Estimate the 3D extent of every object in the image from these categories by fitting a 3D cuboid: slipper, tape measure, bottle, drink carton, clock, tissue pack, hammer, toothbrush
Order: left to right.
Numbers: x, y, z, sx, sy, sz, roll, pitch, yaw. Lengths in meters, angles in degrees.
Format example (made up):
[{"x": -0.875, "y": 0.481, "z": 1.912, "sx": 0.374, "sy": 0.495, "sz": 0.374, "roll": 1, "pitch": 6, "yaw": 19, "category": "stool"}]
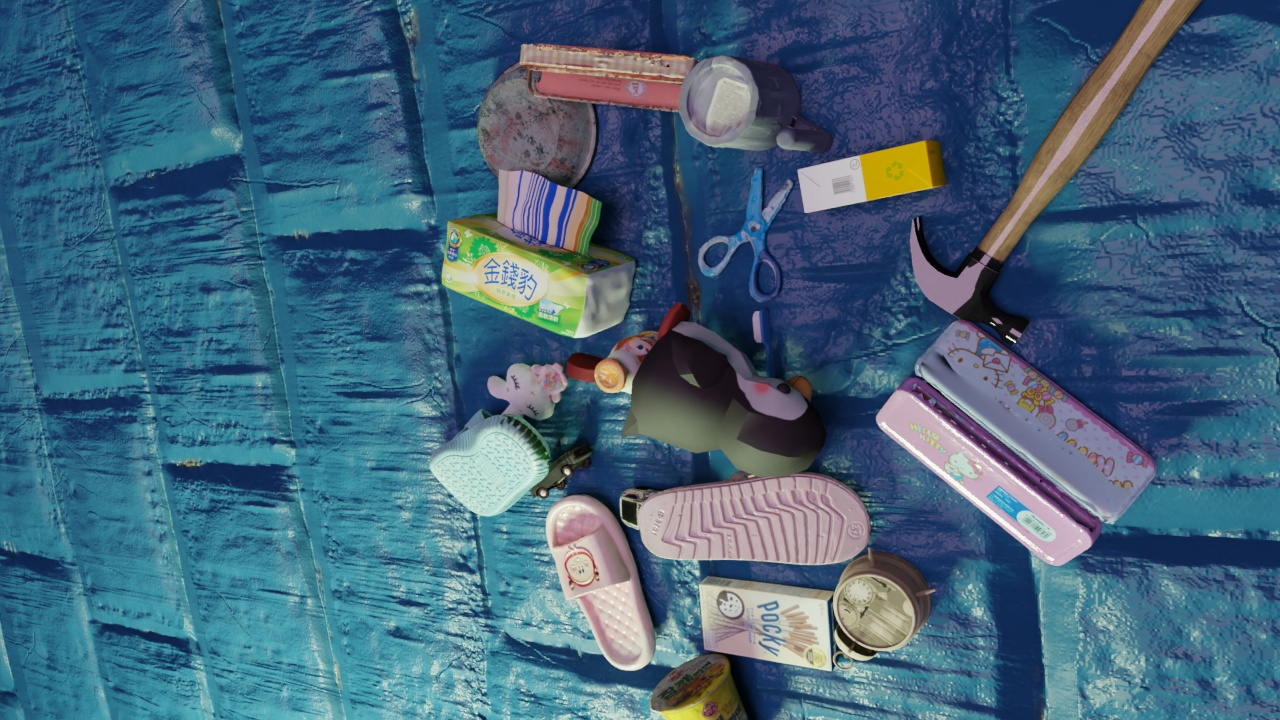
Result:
[{"x": -0.170, "y": 0.116, "z": 1.094, "sx": 0.116, "sy": 0.069, "sz": 0.277, "roll": 51, "pitch": 145, "yaw": -3, "category": "slipper"}, {"x": -0.106, "y": -0.126, "z": 0.992, "sx": 0.198, "sy": 0.120, "sz": 0.142, "roll": 20, "pitch": 114, "yaw": 18, "category": "tissue pack"}, {"x": -0.060, "y": 0.010, "z": 1.031, "sx": 0.059, "sy": 0.051, "sz": 0.019, "roll": 16, "pitch": 109, "yaw": 26, "category": "tape measure"}, {"x": -0.051, "y": 0.264, "z": 1.084, "sx": 0.107, "sy": 0.055, "sz": 0.221, "roll": -23, "pitch": 91, "yaw": 34, "category": "slipper"}, {"x": -0.006, "y": 0.006, "z": 0.965, "sx": 0.063, "sy": 0.108, "sz": 0.063, "roll": 7, "pitch": 104, "yaw": 28, "category": "bottle"}, {"x": 0.118, "y": 0.161, "z": 0.959, "sx": 0.240, "sy": 0.064, "sz": 0.094, "roll": -5, "pitch": 95, "yaw": 17, "category": "slipper"}, {"x": 0.132, "y": 0.030, "z": 0.947, "sx": 0.014, "sy": 0.016, "sz": 0.167, "roll": 0, "pitch": 102, "yaw": 32, "category": "toothbrush"}, {"x": 0.207, "y": -0.166, "z": 0.833, "sx": 0.123, "sy": 0.058, "sz": 0.040, "roll": -7, "pitch": 98, "yaw": 31, "category": "drink carton"}, {"x": 0.230, "y": 0.260, "z": 0.922, "sx": 0.093, "sy": 0.054, "sz": 0.141, "roll": 32, "pitch": 113, "yaw": 20, "category": "clock"}, {"x": 0.345, "y": -0.171, "z": 0.769, "sx": 0.132, "sy": 0.040, "sz": 0.306, "roll": 36, "pitch": 116, "yaw": 15, "category": "hammer"}]

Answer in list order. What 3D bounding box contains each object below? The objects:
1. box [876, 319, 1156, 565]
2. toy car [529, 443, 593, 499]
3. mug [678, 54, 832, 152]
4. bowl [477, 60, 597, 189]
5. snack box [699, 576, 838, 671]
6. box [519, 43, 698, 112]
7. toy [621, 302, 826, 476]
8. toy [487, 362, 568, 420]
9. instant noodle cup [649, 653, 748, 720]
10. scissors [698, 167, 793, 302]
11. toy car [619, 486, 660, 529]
[{"x": 0.329, "y": 0.074, "z": 0.823, "sx": 0.214, "sy": 0.062, "sz": 0.140, "roll": 41, "pitch": 115, "yaw": 16, "category": "box"}, {"x": -0.096, "y": 0.128, "z": 1.084, "sx": 0.092, "sy": 0.040, "sz": 0.037, "roll": -43, "pitch": 78, "yaw": 32, "category": "toy car"}, {"x": 0.108, "y": -0.228, "z": 0.849, "sx": 0.124, "sy": 0.103, "sz": 0.084, "roll": 36, "pitch": 115, "yaw": 18, "category": "mug"}, {"x": -0.124, "y": -0.254, "z": 1.013, "sx": 0.158, "sy": 0.038, "sz": 0.157, "roll": 7, "pitch": 105, "yaw": 28, "category": "bowl"}, {"x": 0.138, "y": 0.284, "z": 0.997, "sx": 0.150, "sy": 0.026, "sz": 0.082, "roll": -1, "pitch": 101, "yaw": 31, "category": "snack box"}, {"x": -0.032, "y": -0.284, "z": 0.921, "sx": 0.187, "sy": 0.054, "sz": 0.076, "roll": 9, "pitch": 139, "yaw": 14, "category": "box"}, {"x": 0.085, "y": 0.055, "z": 0.890, "sx": 0.184, "sy": 0.159, "sz": 0.140, "roll": 29, "pitch": 77, "yaw": 22, "category": "toy"}, {"x": -0.133, "y": 0.038, "z": 1.087, "sx": 0.126, "sy": 0.037, "sz": 0.076, "roll": -22, "pitch": 98, "yaw": 39, "category": "toy"}, {"x": 0.077, "y": 0.401, "z": 1.024, "sx": 0.102, "sy": 0.102, "sz": 0.108, "roll": -25, "pitch": 97, "yaw": 32, "category": "instant noodle cup"}, {"x": 0.122, "y": -0.122, "z": 0.921, "sx": 0.113, "sy": 0.013, "sz": 0.141, "roll": 45, "pitch": 117, "yaw": 14, "category": "scissors"}, {"x": 0.026, "y": 0.172, "z": 1.027, "sx": 0.113, "sy": 0.040, "sz": 0.048, "roll": 4, "pitch": 104, "yaw": 28, "category": "toy car"}]
